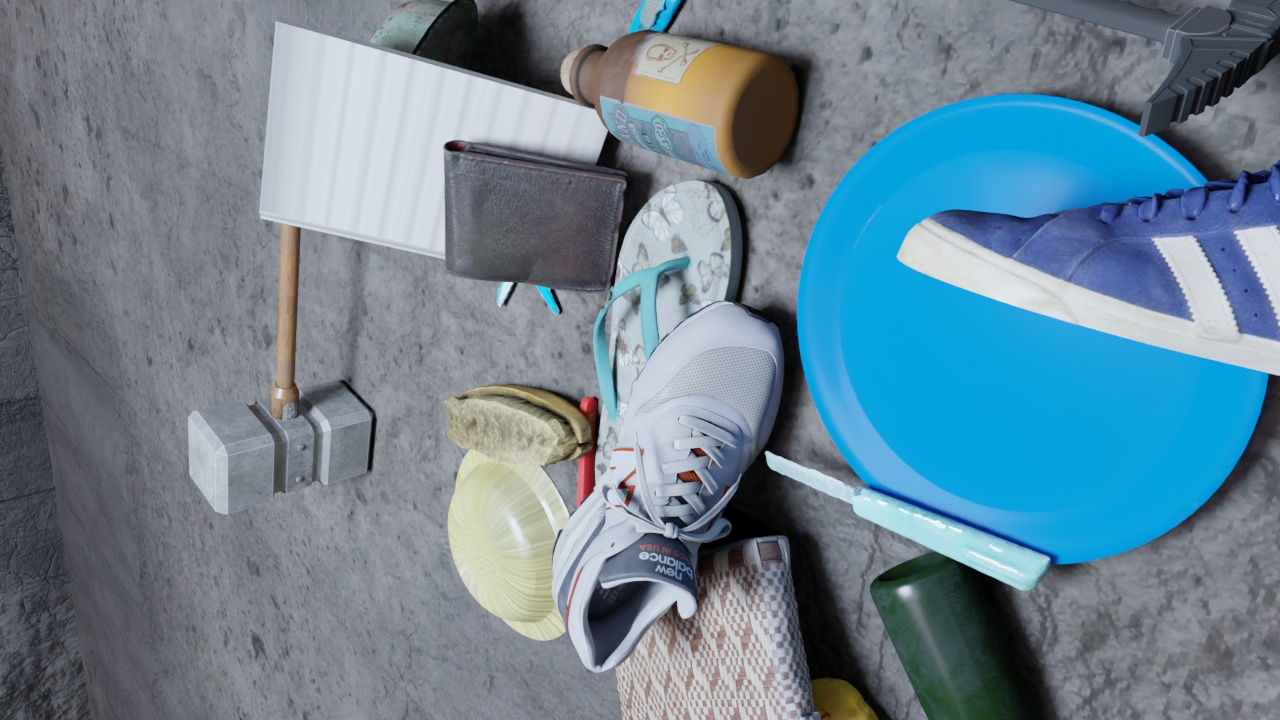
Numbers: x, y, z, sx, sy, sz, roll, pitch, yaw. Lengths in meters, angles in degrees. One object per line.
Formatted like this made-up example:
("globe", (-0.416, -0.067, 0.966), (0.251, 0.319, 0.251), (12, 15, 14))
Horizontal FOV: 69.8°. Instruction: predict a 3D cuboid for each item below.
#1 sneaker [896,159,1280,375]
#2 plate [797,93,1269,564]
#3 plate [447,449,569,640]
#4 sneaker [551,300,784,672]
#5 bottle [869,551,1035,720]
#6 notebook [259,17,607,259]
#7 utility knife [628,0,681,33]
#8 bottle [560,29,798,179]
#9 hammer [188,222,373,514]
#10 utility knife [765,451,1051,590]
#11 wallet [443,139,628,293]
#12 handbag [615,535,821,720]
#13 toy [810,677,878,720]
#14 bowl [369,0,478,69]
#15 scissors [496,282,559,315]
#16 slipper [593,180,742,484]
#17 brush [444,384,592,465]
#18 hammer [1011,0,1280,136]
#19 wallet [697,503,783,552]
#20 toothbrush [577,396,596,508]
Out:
("sneaker", (0.217, -0.061, 0.309), (0.233, 0.091, 0.118), (20, 110, 23))
("plate", (0.175, -0.013, 0.446), (0.225, 0.024, 0.224), (16, 113, 43))
("plate", (-0.126, 0.163, 0.805), (0.185, 0.036, 0.184), (16, 112, 43))
("sneaker", (0.017, 0.089, 0.540), (0.240, 0.089, 0.124), (-60, 15, 24))
("bottle", (0.180, 0.189, 0.478), (0.055, 0.055, 0.174), (-30, 81, 47))
("notebook", (-0.140, -0.131, 0.616), (0.009, 0.209, 0.143), (-97, 24, -48))
("utility knife", (0.015, -0.222, 0.564), (0.031, 0.015, 0.222), (58, 137, 23))
("bottle", (0.013, -0.158, 0.544), (0.157, 0.067, 0.068), (28, 120, 39))
("hammer", (-0.343, -0.015, 0.890), (0.083, 0.162, 0.318), (36, 125, 35))
("utility knife", (0.131, 0.081, 0.487), (0.166, 0.015, 0.022), (21, 115, 39))
("wallet", (-0.073, -0.095, 0.621), (0.031, 0.120, 0.100), (-83, 3, -46))
("handbag", (0.041, 0.190, 0.600), (0.186, 0.047, 0.124), (-30, 65, 50))
("toy", (0.104, 0.260, 0.576), (0.105, 0.067, 0.137), (38, 118, 42))
("bowl", (-0.172, -0.198, 0.668), (0.038, 0.157, 0.158), (27, 128, -4))
("scissors", (-0.092, -0.096, 0.714), (0.140, 0.011, 0.134), (-44, 69, 42))
("slipper", (-0.004, 0.004, 0.620), (0.098, 0.054, 0.269), (39, 128, 38))
("brush", (-0.106, 0.052, 0.742), (0.196, 0.043, 0.059), (7, 105, 51))
("hammer", (0.116, -0.183, 0.424), (0.325, 0.094, 0.015), (37, 157, 38))
("wallet", (0.053, 0.153, 0.630), (0.091, 0.018, 0.116), (25, 120, 39))
("toothbrush", (-0.041, 0.130, 0.724), (0.018, 0.012, 0.213), (21, 116, 41))
